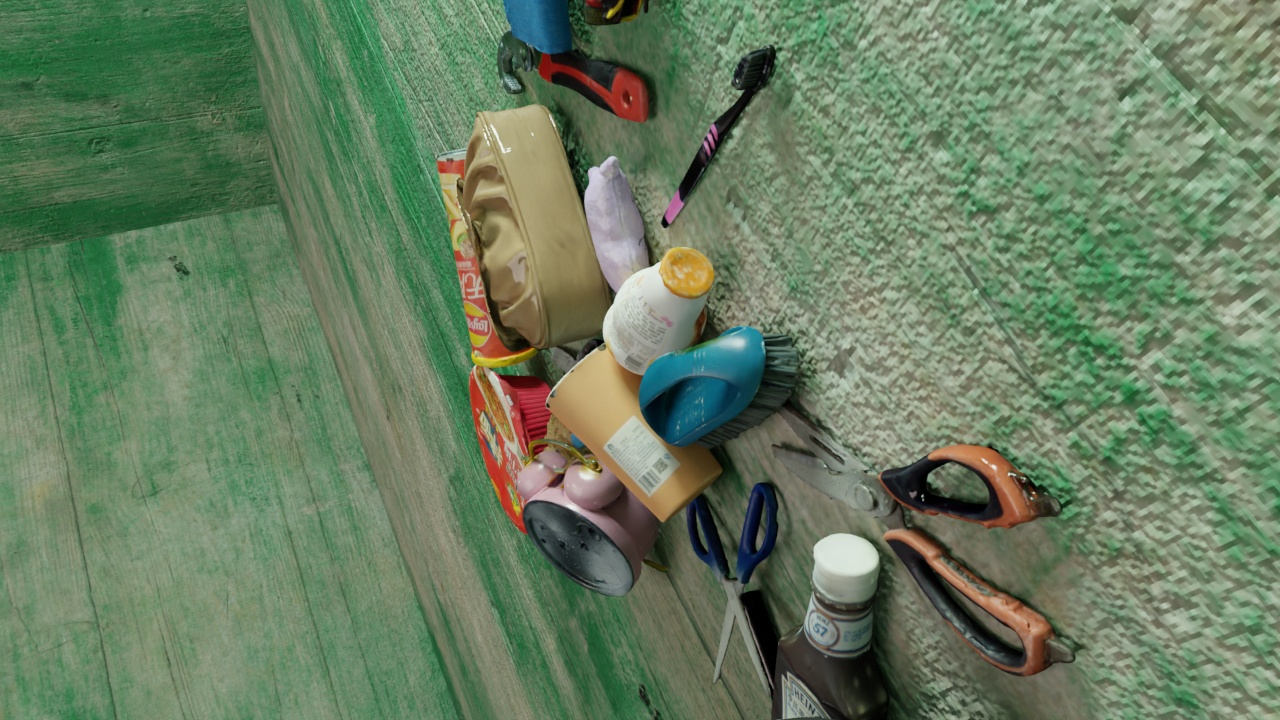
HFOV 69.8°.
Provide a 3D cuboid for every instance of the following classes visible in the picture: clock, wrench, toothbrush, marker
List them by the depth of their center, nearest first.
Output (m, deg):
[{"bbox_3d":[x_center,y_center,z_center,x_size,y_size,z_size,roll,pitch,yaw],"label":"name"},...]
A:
[{"bbox_3d":[0.039,-0.127,0.558,0.014,0.017,0.190,69,158,15],"label":"toothbrush"},{"bbox_3d":[0.097,0.229,0.652,0.020,0.022,0.132,-24,82,32],"label":"marker"},{"bbox_3d":[-0.061,-0.223,0.714,0.273,0.016,0.056,37,137,54],"label":"wrench"},{"bbox_3d":[-0.049,0.131,0.800,0.117,0.059,0.158,-2,127,44],"label":"clock"}]

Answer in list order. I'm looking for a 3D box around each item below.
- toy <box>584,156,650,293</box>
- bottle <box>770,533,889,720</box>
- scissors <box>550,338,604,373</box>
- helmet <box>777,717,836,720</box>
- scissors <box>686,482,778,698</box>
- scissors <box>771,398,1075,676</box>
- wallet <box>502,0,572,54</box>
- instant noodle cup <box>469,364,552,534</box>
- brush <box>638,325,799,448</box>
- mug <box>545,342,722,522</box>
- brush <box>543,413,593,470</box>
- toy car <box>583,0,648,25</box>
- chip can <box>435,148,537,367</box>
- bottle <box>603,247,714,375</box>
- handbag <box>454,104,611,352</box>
[{"bbox_3d":[-0.018,-0.094,0.677,0.084,0.039,0.108,-142,35,-75],"label":"toy"},{"bbox_3d":[0.117,0.191,0.560,0.080,0.044,0.195,41,140,48],"label":"bottle"},{"bbox_3d":[-0.068,0.013,0.845,0.175,0.014,0.136,-41,37,54],"label":"scissors"},{"bbox_3d":[0.088,0.301,0.458,0.230,0.233,0.274,2,-113,-83],"label":"helmet"},{"bbox_3d":[0.064,0.153,0.650,0.162,0.012,0.173,-129,44,-59],"label":"scissors"},{"bbox_3d":[0.135,0.072,0.478,0.195,0.015,0.216,66,156,17],"label":"scissors"},{"bbox_3d":[-0.082,-0.301,0.675,0.106,0.040,0.133,-130,28,-54],"label":"wallet"},{"bbox_3d":[-0.123,0.088,0.996,0.194,0.065,0.194,48,147,46],"label":"instant noodle cup"},{"bbox_3d":[0.039,0.018,0.574,0.144,0.073,0.055,139,137,-63],"label":"brush"},{"bbox_3d":[-0.001,0.053,0.668,0.123,0.078,0.078,48,150,13],"label":"mug"},{"bbox_3d":[-0.026,0.055,0.791,0.255,0.045,0.083,-39,65,60],"label":"brush"},{"bbox_3d":[-0.025,-0.258,0.576,0.155,0.041,0.071,-116,20,-57],"label":"toy car"},{"bbox_3d":[-0.153,-0.105,0.930,0.073,0.073,0.217,28,129,59],"label":"chip can"},{"bbox_3d":[0.015,-0.034,0.612,0.063,0.063,0.109,66,156,16],"label":"bottle"},{"bbox_3d":[-0.099,-0.104,0.772,0.148,0.099,0.204,129,125,-66],"label":"handbag"}]
